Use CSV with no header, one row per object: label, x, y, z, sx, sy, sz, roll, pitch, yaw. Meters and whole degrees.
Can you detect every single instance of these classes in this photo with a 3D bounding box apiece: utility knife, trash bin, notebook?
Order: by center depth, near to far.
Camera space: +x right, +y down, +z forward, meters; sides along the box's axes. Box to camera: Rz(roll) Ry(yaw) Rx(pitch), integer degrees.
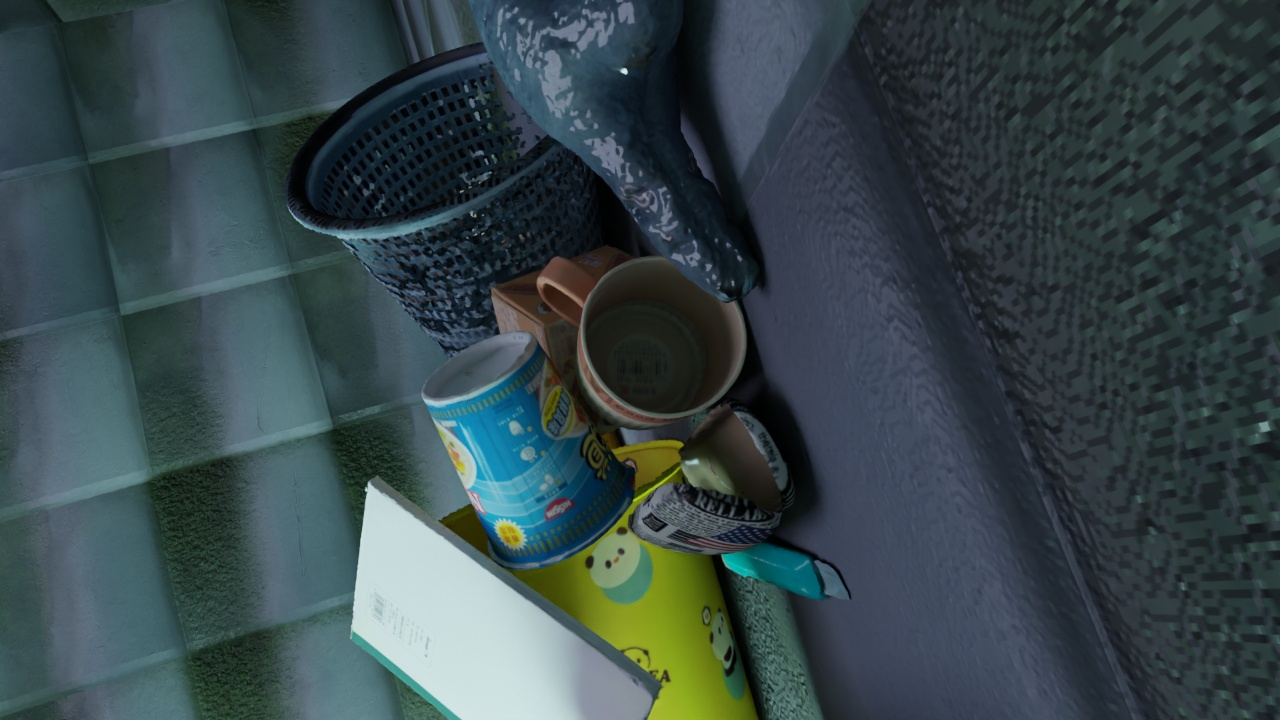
utility knife,0.075,0.114,0.511,0.175,0.013,0.029,160,92,-75
notebook,-0.093,0.179,0.548,0.209,0.012,0.151,31,126,19
trash bin,-0.031,0.217,0.666,0.230,0.229,0.255,-176,66,-78
trash bin,-0.114,-0.099,0.693,0.226,0.226,0.195,-118,4,-47

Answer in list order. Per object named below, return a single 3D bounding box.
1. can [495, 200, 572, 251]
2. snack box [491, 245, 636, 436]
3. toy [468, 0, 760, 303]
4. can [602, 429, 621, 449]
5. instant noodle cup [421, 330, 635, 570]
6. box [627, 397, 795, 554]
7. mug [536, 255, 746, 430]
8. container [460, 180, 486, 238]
can,-0.098,-0.113,0.868,0.075,0.075,0.111,86,163,-45
snack box,-0.033,-0.011,0.609,0.077,0.094,0.093,32,139,50
toy,-0.030,-0.192,0.439,0.138,0.091,0.356,-13,94,51
can,-0.040,0.117,0.940,0.058,0.058,0.146,94,157,-60
instant noodle cup,-0.068,0.045,0.525,0.110,0.099,0.099,64,173,-23
box,0.031,0.080,0.495,0.076,0.086,0.163,55,163,7
mug,-0.007,-0.013,0.504,0.114,0.081,0.106,34,168,-1
container,-0.144,-0.130,0.993,0.090,0.090,0.111,148,112,-78
